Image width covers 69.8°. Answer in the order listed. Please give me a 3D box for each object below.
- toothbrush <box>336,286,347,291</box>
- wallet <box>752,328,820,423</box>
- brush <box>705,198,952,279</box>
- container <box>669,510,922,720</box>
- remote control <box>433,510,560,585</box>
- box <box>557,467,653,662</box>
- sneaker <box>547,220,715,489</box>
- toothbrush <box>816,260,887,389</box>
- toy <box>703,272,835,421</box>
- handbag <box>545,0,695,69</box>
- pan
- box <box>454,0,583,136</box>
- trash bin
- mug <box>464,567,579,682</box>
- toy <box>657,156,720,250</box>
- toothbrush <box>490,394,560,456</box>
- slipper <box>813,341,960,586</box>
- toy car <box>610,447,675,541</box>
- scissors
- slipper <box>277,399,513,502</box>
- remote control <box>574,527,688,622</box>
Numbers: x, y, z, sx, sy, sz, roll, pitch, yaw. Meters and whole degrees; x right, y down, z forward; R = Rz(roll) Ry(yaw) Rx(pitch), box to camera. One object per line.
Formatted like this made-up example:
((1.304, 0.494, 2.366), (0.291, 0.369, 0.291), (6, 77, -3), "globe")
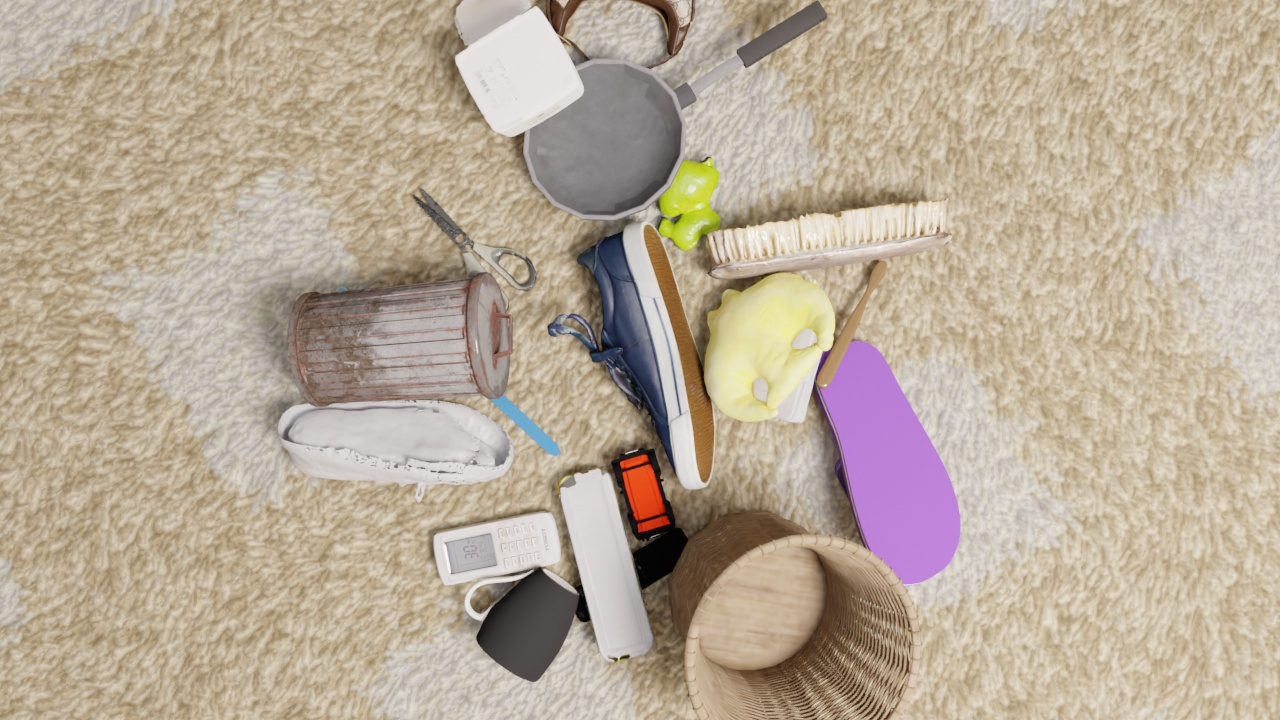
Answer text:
((-0.264, -0.052, 1.017), (0.155, 0.016, 0.022), (16, 82, -2), "toothbrush")
((0.152, 0.007, 1.012), (0.086, 0.032, 0.116), (12, 91, 31), "wallet")
((0.205, -0.131, 1.001), (0.271, 0.083, 0.056), (-9, 90, -1), "brush")
((0.139, 0.266, 0.937), (0.227, 0.196, 0.227), (-1, 94, -8), "container")
((-0.159, 0.207, 1.020), (0.138, 0.025, 0.060), (-11, 91, -2), "remote control")
((-0.039, 0.223, 1.006), (0.064, 0.033, 0.209), (-16, 83, 2), "box")
((-0.006, 0.006, 0.997), (0.127, 0.120, 0.294), (-18, 89, 20), "sneaker")
((0.235, -0.040, 1.017), (0.016, 0.016, 0.166), (26, 75, 12), "toothbrush")
((0.128, -0.022, 0.977), (0.064, 0.155, 0.171), (23, 108, -45), "toy")
((-0.025, -0.388, 1.004), (0.166, 0.063, 0.138), (7, 101, -6), "handbag")
((0.040, -0.280, 0.990), (0.357, 0.041, 0.178), (-31, 81, 5), "pan")
((-0.142, -0.332, 0.967), (0.110, 0.083, 0.190), (-27, 77, 6), "box")
((-0.236, -0.019, 0.952), (0.211, 0.130, 0.131), (-4, 91, 6), "trash bin")
((-0.130, 0.271, 0.996), (0.119, 0.085, 0.100), (34, 84, 7), "mug")
((0.054, -0.177, 1.019), (0.094, 0.036, 0.093), (-35, 97, 5), "toy")
((-0.153, 0.049, 1.024), (0.166, 0.014, 0.016), (43, 89, -3), "toothbrush")
((0.263, 0.115, 1.014), (0.107, 0.084, 0.266), (-17, 70, -4), "slipper")
((0.004, 0.147, 1.014), (0.051, 0.049, 0.100), (-17, 91, -1), "toy car")
((-0.182, -0.131, 1.022), (0.131, 0.012, 0.169), (-13, 89, -4), "scissors")
((-0.261, 0.097, 0.992), (0.247, 0.075, 0.112), (4, 60, -4), "slipper")
((-0.011, 0.240, 1.029), (0.152, 0.020, 0.041), (-31, 91, -1), "remote control")
